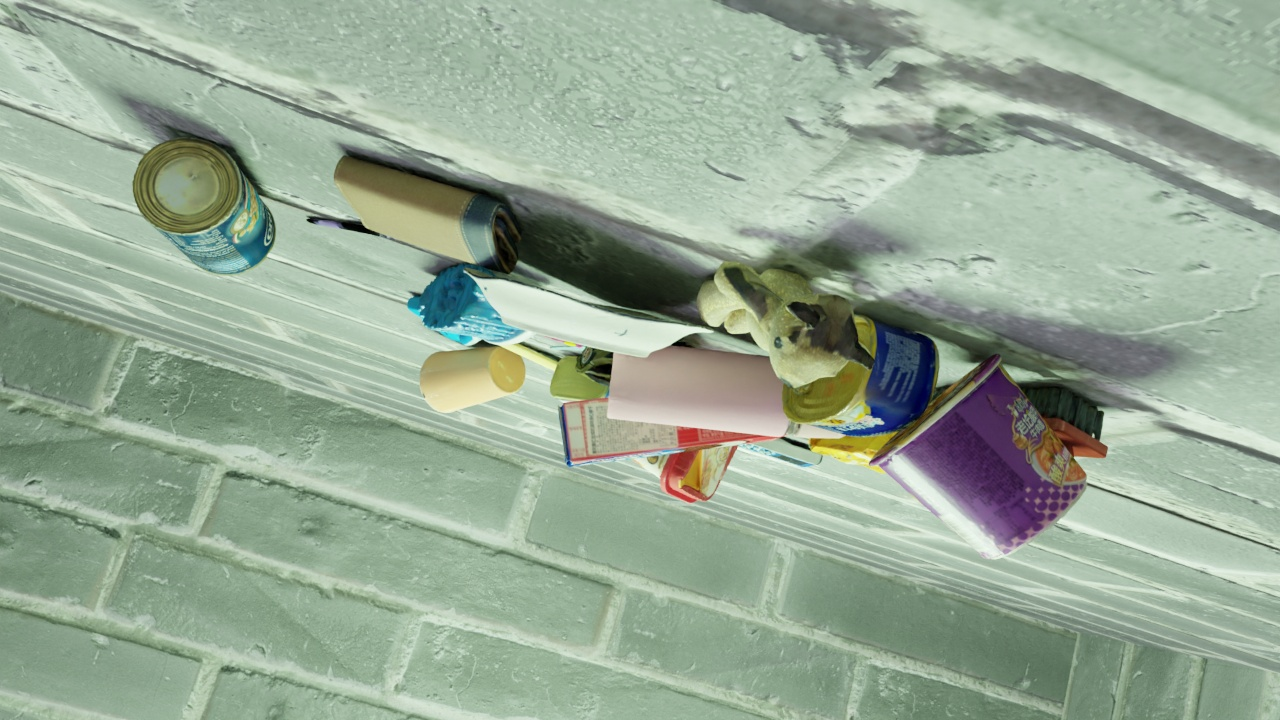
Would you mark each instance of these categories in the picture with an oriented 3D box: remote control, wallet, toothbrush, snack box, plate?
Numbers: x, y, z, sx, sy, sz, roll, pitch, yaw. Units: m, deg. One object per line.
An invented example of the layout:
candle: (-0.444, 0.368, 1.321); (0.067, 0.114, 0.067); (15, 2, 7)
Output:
remote control: (0.163, 0.108, 1.155); (0.125, 0.024, 0.049); (19, 168, -4)
wallet: (-0.143, -0.098, 0.629); (0.115, 0.033, 0.090); (17, 166, 7)
toothbrush: (-0.208, -0.101, 0.744); (0.189, 0.016, 0.014); (12, 167, 30)
snack box: (0.029, 0.056, 0.848); (0.207, 0.058, 0.057); (-6, 170, -8)
plate: (-0.044, -0.031, 0.677); (0.164, 0.034, 0.164); (12, -177, -26)

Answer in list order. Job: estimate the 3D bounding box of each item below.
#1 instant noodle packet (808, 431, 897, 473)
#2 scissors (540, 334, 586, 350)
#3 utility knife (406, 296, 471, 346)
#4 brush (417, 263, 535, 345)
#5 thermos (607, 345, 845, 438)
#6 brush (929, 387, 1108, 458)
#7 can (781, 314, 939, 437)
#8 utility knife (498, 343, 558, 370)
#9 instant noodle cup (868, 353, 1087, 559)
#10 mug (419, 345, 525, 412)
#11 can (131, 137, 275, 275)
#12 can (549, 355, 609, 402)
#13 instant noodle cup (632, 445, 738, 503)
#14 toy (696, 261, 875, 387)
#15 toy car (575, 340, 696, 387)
instant noodle packet: (0.241, 0.087, 0.906); (0.110, 0.044, 0.128); (14, 173, -20)
scissors: (-0.049, -0.013, 0.920); (0.134, 0.017, 0.133); (3, 162, 38)
utility knife: (-0.221, -0.039, 1.039); (0.034, 0.018, 0.182); (14, 169, 9)
brush: (-0.165, -0.041, 0.881); (0.109, 0.060, 0.315); (19, 171, -28)
thermos: (0.074, 0.023, 0.757); (0.198, 0.067, 0.087); (5, -165, -2)
brush: (0.263, 0.059, 0.686); (0.063, 0.069, 0.146); (25, 166, -30)
can: (0.147, 0.013, 0.631); (0.049, 0.074, 0.148); (15, 169, -9)
utility knife: (-0.101, 0.008, 1.080); (0.183, 0.019, 0.031); (32, 166, -32)
instant noodle cup: (0.225, 0.067, 0.600); (0.099, 0.111, 0.111); (47, 172, 10)
mug: (-0.201, 0.019, 1.116); (0.123, 0.078, 0.078); (-10, 153, 39)
can: (-0.331, -0.115, 0.703); (0.075, 0.075, 0.111); (18, 168, -6)
can: (-0.040, 0.035, 1.033); (0.102, 0.057, 0.083); (4, 160, 46)
instant noodle cup: (0.035, 0.092, 1.079); (0.124, 0.116, 0.116); (23, 173, 32)
toy: (0.082, -0.025, 0.572); (0.105, 0.066, 0.157); (29, -179, -22)
toy car: (-0.005, 0.005, 0.847); (0.070, 0.042, 0.158); (23, 158, -25)
